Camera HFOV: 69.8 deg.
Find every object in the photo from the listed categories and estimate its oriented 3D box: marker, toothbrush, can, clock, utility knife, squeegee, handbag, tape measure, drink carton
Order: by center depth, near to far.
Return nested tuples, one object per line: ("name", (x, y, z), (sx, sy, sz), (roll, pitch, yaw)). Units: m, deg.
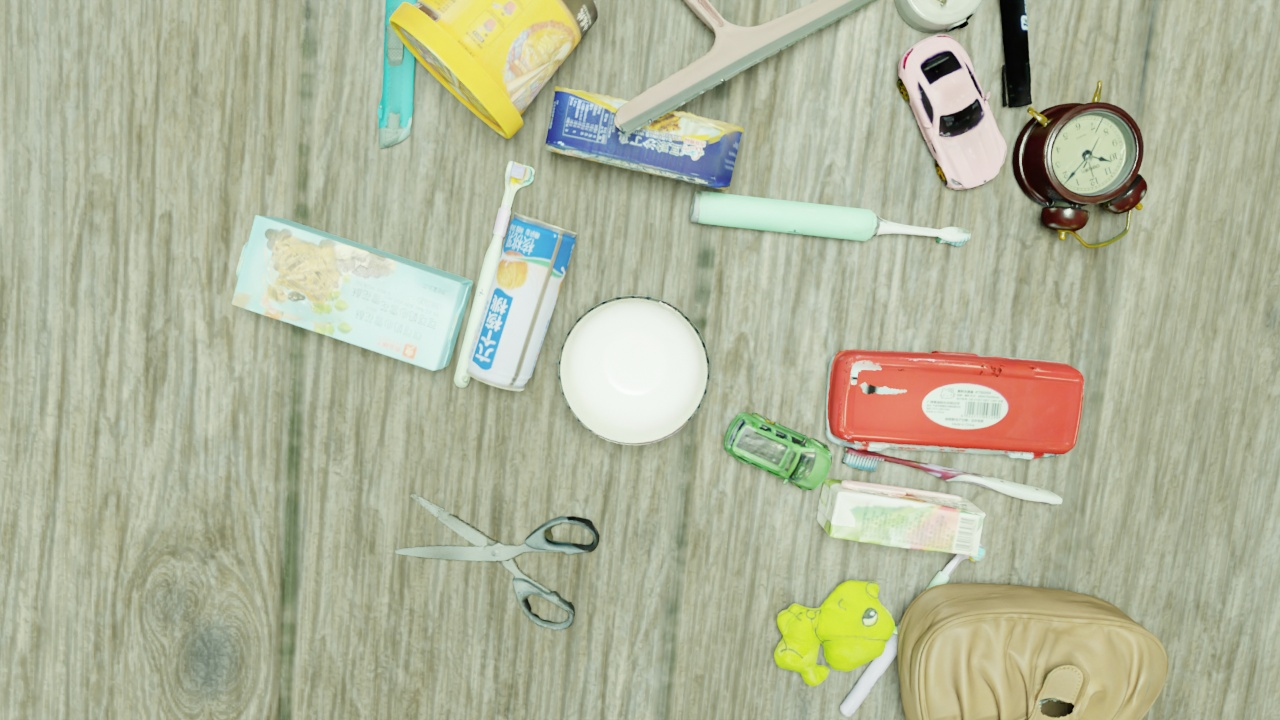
("squeegee", (0.019, -0.319, 0.697), (0.247, 0.040, 0.249), (-32, 87, -17))
("can", (0.002, -0.170, 0.704), (0.148, 0.074, 0.049), (13, 101, 0))
("tape measure", (0.231, -0.287, 0.704), (0.066, 0.033, 0.066), (27, 97, -1))
("clock", (0.342, -0.147, 0.710), (0.082, 0.055, 0.122), (-21, 98, 3))
("marker", (0.289, -0.265, 0.714), (0.022, 0.020, 0.132), (-3, 99, 27))
("utility knife", (-0.191, -0.262, 0.724), (0.029, 0.013, 0.187), (4, 97, 0))
("can", (-0.096, -0.046, 0.731), (0.053, 0.053, 0.134), (19, 97, -2))
("toothbrush", (0.152, -0.111, 0.732), (0.224, 0.027, 0.026), (6, 69, 0))
("handbag", (0.313, 0.260, 0.739), (0.204, 0.099, 0.148), (5, 102, -5))
("toothbrush", (-0.123, -0.068, 0.746), (0.020, 0.029, 0.189), (25, 101, 40))
("drink carton", (0.211, 0.126, 0.749), (0.122, 0.053, 0.045), (9, 96, -1))
("toothbrush", (0.259, 0.099, 0.764), (0.187, 0.016, 0.017), (13, 105, -1))
("toothbrush", (0.229, 0.230, 0.780), (0.021, 0.029, 0.189), (41, 100, 36))

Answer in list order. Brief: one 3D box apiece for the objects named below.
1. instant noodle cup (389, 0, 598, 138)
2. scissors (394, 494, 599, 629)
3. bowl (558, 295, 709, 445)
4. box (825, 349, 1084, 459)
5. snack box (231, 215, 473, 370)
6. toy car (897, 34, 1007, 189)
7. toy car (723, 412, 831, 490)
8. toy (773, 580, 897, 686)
("instant noodle cup", (-0.103, -0.247, 0.678), (0.118, 0.118, 0.114), (42, 88, -4))
("scissors", (-0.117, 0.166, 0.782), (0.178, 0.014, 0.159), (-23, 94, 6))
("bowl", (-0.004, 0.004, 0.730), (0.116, 0.066, 0.116), (0, 97, 2))
("box", (0.252, 0.036, 0.748), (0.201, 0.047, 0.086), (3, 98, 0))
("snack box", (-0.228, -0.054, 0.733), (0.175, 0.051, 0.074), (18, 96, -1))
("toy car", (0.245, -0.193, 0.716), (0.056, 0.037, 0.122), (-26, 97, 6))
("toy car", (0.114, 0.076, 0.754), (0.091, 0.036, 0.043), (23, 96, -6))
("toy", (0.165, 0.231, 0.775), (0.100, 0.031, 0.097), (5, 97, 5))
